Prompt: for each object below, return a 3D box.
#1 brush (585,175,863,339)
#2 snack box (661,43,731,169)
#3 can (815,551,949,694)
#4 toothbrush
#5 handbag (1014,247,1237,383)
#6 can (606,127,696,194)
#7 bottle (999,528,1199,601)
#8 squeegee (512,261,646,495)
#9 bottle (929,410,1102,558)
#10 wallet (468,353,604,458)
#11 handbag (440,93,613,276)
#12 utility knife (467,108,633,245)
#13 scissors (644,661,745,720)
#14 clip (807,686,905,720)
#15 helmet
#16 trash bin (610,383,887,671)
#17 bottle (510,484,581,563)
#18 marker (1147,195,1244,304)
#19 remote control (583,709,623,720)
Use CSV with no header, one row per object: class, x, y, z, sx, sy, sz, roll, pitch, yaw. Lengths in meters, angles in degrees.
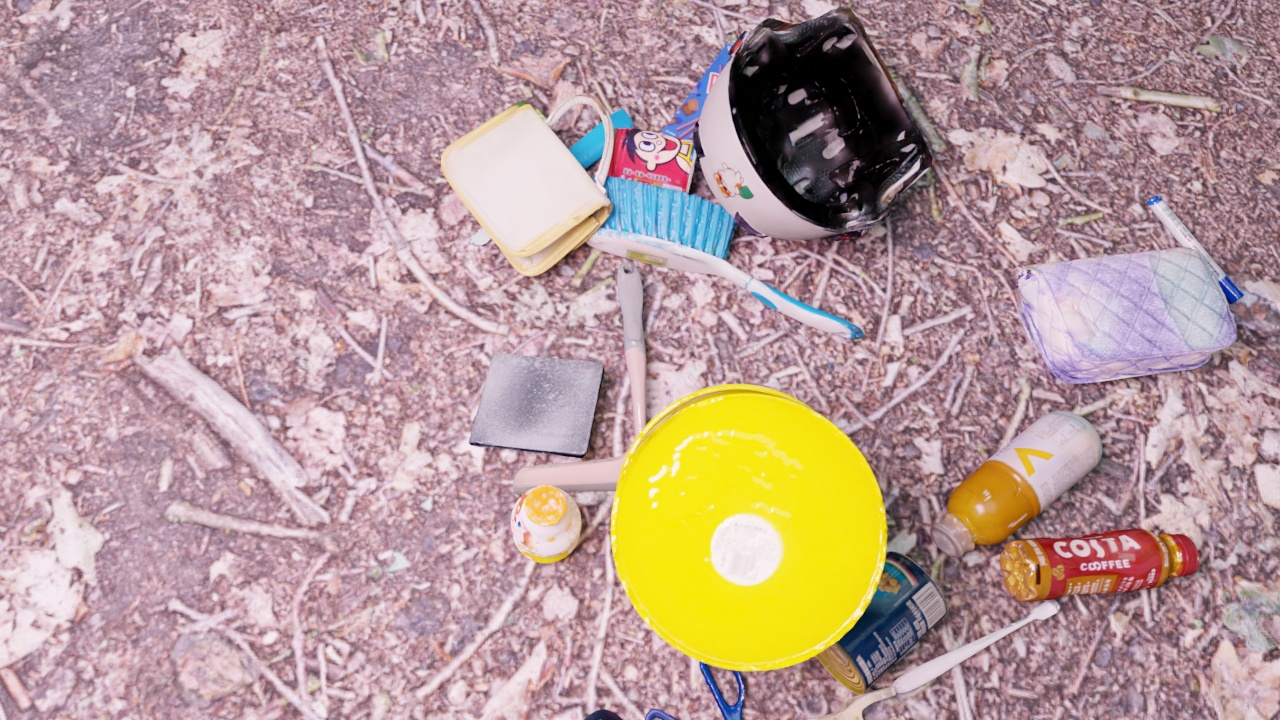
brush,0.090,-0.107,0.966,0.314,0.061,0.109,13,73,-2
snack box,0.097,-0.286,1.048,0.084,0.026,0.156,30,69,8
can,0.211,0.233,0.822,0.111,0.075,0.075,-35,75,-17
toothbrush,0.311,0.265,0.851,0.180,0.016,0.016,-23,70,-11
handbag,0.503,-0.049,0.961,0.194,0.076,0.134,-6,64,-8
can,0.011,-0.212,0.990,0.094,0.067,0.066,12,67,1
bottle,0.434,0.191,0.866,0.175,0.057,0.057,-4,68,-6
squeegee,-0.005,0.005,0.917,0.247,0.040,0.249,-2,68,-5
bottle,0.359,0.121,0.883,0.189,0.068,0.068,-33,74,-16
wallet,-0.100,0.043,0.889,0.121,0.019,0.097,5,67,15
handbag,-0.095,-0.193,0.950,0.178,0.063,0.163,-36,70,-4
utility knife,-0.096,-0.199,1.002,0.034,0.018,0.237,42,71,18
scissors,0.083,0.335,0.805,0.162,0.012,0.164,9,68,-2
clip,0.181,0.317,0.806,0.100,0.071,0.034,-12,70,-16
helmet,0.155,-0.223,0.946,0.273,0.157,0.230,-38,98,-33
trash bin,0.081,0.124,0.726,0.230,0.255,0.229,0,84,4
bottle,-0.084,0.142,0.817,0.063,0.109,0.063,2,66,-5
marker,0.622,-0.126,1.032,0.017,0.017,0.145,-26,72,-14
remote control,-0.004,0.360,0.781,0.053,0.024,0.136,-37,75,-18
